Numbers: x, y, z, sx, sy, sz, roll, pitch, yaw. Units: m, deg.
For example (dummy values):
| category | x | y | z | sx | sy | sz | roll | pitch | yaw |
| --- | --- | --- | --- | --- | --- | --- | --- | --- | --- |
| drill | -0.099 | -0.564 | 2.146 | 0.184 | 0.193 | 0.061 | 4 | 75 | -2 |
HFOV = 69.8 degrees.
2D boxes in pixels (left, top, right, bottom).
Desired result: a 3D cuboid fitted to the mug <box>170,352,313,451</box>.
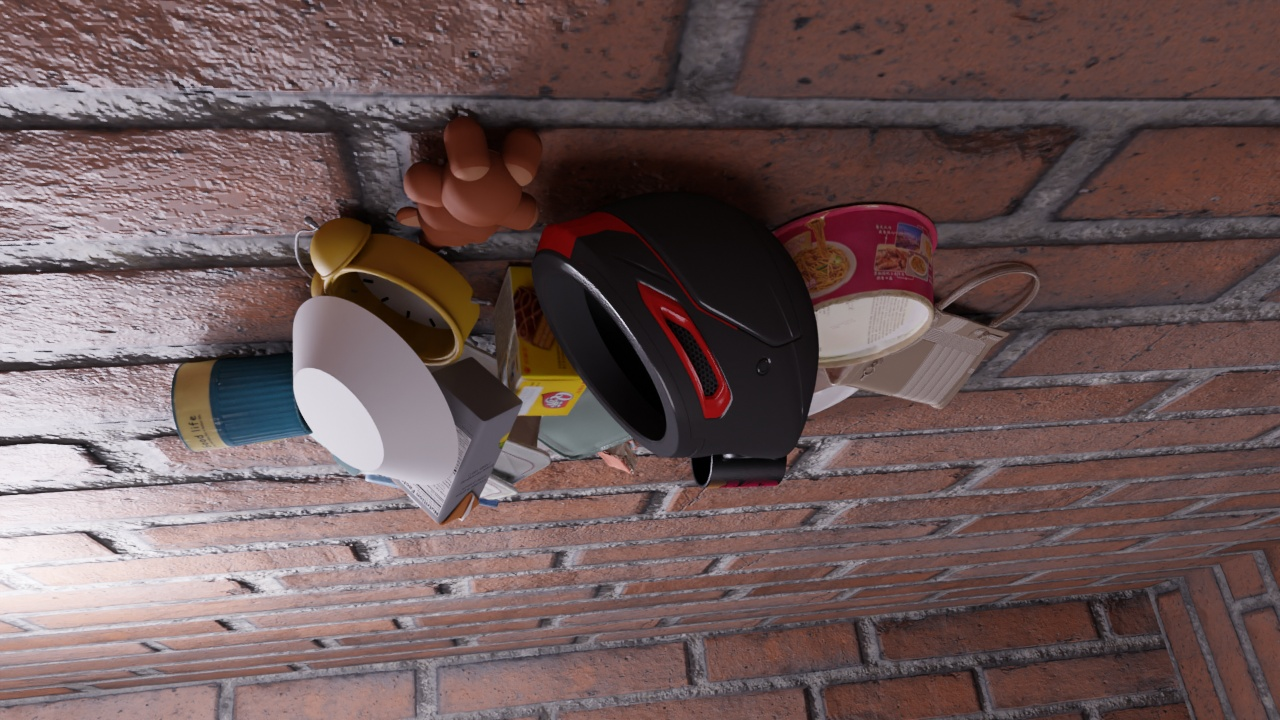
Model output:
| category | x | y | z | sx | sy | sz | roll | pitch | yaw |
| --- | --- | --- | --- | --- | --- | --- | --- | --- | --- |
| mug | -0.361 | 0.044 | 0.860 | 0.107 | 0.083 | 0.114 | -9 | 150 | -5 |

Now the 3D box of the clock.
| category | x | y | z | sx | sy | sz | roll | pitch | yaw |
| --- | --- | --- | --- | --- | --- | --- | --- | --- | --- |
| clock | -0.193 | -0.052 | 0.699 | 0.152 | 0.051 | 0.114 | 27 | 149 | -5 |

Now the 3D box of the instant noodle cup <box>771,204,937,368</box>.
| category | x | y | z | sx | sy | sz | roll | pitch | yaw |
| --- | --- | --- | --- | --- | --- | --- | --- | --- | --- |
| instant noodle cup | 0.178 | -0.054 | 0.801 | 0.178 | 0.077 | 0.179 | -6 | 155 | -3 |

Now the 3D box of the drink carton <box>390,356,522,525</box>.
| category | x | y | z | sx | sy | sz | roll | pitch | yaw |
| --- | --- | --- | --- | --- | --- | --- | --- | --- | --- |
| drink carton | -0.153 | 0.067 | 0.754 | 0.048 | 0.076 | 0.125 | -28 | 152 | -52 |

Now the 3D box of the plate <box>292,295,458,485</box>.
| category | x | y | z | sx | sy | sz | roll | pitch | yaw |
| --- | --- | --- | --- | --- | --- | --- | --- | --- | --- |
| plate | -0.218 | 0.036 | 0.704 | 0.036 | 0.174 | 0.174 | -44 | -177 | -42 |

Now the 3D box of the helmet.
| category | x | y | z | sx | sy | sz | roll | pitch | yaw |
| --- | --- | --- | --- | --- | --- | --- | --- | --- | --- |
| helmet | 0.046 | -0.027 | 0.701 | 0.164 | 0.169 | 0.265 | 19 | 142 | 53 |

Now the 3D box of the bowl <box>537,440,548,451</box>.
| category | x | y | z | sx | sy | sz | roll | pitch | yaw |
| --- | --- | --- | --- | --- | --- | --- | --- | --- | --- |
| bowl | -0.147 | 0.087 | 1.035 | 0.118 | 0.062 | 0.118 | -6 | 155 | -3 |

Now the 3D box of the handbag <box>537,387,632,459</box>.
| category | x | y | z | sx | sy | sz | roll | pitch | yaw |
| --- | --- | --- | --- | --- | --- | --- | --- | --- | --- |
| handbag | -0.059 | 0.039 | 0.946 | 0.122 | 0.067 | 0.106 | -25 | 134 | 32 |

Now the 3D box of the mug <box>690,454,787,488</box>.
| category | x | y | z | sx | sy | sz | roll | pitch | yaw |
| --- | --- | --- | --- | --- | --- | --- | --- | --- | --- |
| mug | 0.126 | 0.115 | 1.131 | 0.098 | 0.081 | 0.118 | 0 | 172 | -16 |

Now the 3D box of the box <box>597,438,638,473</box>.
| category | x | y | z | sx | sy | sz | roll | pitch | yaw |
| --- | --- | --- | --- | --- | --- | --- | --- | --- | --- |
| box | -0.031 | 0.095 | 1.095 | 0.058 | 0.062 | 0.188 | 11 | 167 | 5 |

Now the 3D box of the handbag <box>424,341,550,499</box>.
| category | x | y | z | sx | sy | sz | roll | pitch | yaw |
| --- | --- | --- | --- | --- | --- | --- | --- | --- | --- |
| handbag | -0.191 | 0.055 | 0.860 | 0.198 | 0.096 | 0.142 | 28 | 136 | -29 |

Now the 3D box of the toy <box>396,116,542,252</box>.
| category | x | y | z | sx | sy | sz | roll | pitch | yaw |
| --- | --- | --- | --- | --- | --- | --- | --- | --- | --- |
| toy | -0.121 | -0.113 | 0.633 | 0.094 | 0.065 | 0.128 | 12 | 159 | -29 |

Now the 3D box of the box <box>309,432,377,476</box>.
| category | x | y | z | sx | sy | sz | roll | pitch | yaw |
| --- | --- | --- | --- | --- | --- | --- | --- | --- | --- |
| box | -0.316 | 0.077 | 0.997 | 0.083 | 0.066 | 0.199 | 13 | 159 | 14 |

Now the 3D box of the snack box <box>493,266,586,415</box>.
| category | x | y | z | sx | sy | sz | roll | pitch | yaw |
| --- | --- | --- | --- | --- | --- | --- | --- | --- | --- |
| snack box | -0.086 | -0.016 | 0.779 | 0.061 | 0.105 | 0.084 | 0 | 155 | -20 |

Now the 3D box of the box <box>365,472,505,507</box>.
| category | x | y | z | sx | sy | sz | roll | pitch | yaw |
| --- | --- | --- | --- | --- | --- | --- | --- | --- | --- |
| box | -0.228 | 0.124 | 1.073 | 0.078 | 0.074 | 0.209 | 1 | 166 | 22 |

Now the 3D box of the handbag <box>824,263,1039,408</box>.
| category | x | y | z | sx | sy | sz | roll | pitch | yaw |
| --- | --- | --- | --- | --- | --- | --- | --- | --- | --- |
| handbag | 0.311 | -0.035 | 0.928 | 0.175 | 0.062 | 0.198 | 12 | 141 | -35 |

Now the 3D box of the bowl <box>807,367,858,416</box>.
| category | x | y | z | sx | sy | sz | roll | pitch | yaw |
| --- | --- | --- | --- | --- | --- | --- | --- | --- | --- |
| bowl | 0.186 | 0.030 | 1.018 | 0.110 | 0.040 | 0.110 | -19 | 163 | -6 |
